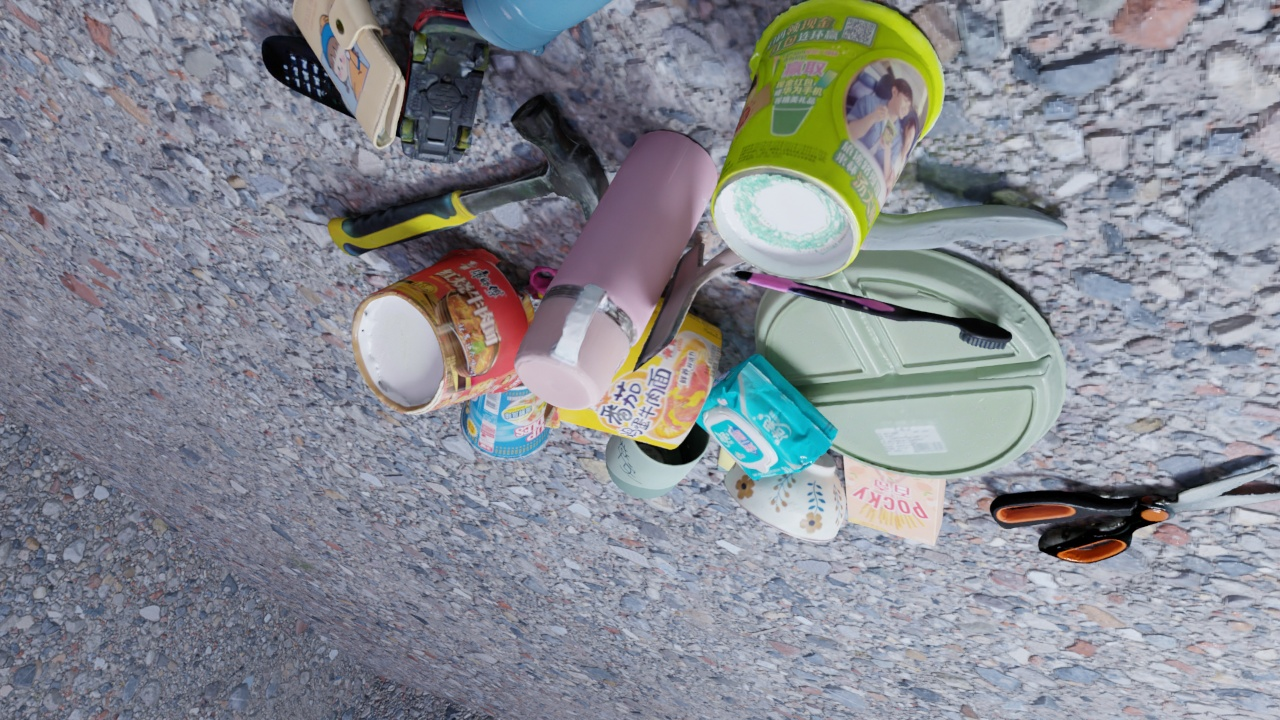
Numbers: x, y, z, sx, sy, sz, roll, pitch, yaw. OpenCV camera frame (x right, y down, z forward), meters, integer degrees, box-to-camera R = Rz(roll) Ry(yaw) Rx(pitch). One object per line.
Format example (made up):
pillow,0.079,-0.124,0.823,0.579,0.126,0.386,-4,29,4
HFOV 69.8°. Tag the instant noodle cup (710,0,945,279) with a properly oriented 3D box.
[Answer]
instant noodle cup,0.095,-0.113,0.499,0.112,0.123,0.112,19,149,12

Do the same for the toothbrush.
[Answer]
toothbrush,0.152,-0.036,0.621,0.189,0.014,0.018,16,150,22

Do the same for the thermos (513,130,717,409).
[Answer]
thermos,-0.012,-0.065,0.580,0.067,0.198,0.087,26,147,3

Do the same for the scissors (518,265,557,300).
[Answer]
scissors,-0.103,-0.060,0.833,0.134,0.017,0.056,-7,142,48

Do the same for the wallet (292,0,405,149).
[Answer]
wallet,-0.196,-0.214,0.620,0.115,0.024,0.087,58,150,7

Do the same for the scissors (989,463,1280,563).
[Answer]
scissors,0.400,0.123,0.734,0.230,0.021,0.190,-3,144,31

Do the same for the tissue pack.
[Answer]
tissue pack,0.092,0.050,0.743,0.093,0.050,0.134,45,163,-1

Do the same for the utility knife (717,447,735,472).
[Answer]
utility knife,0.091,0.079,0.893,0.031,0.018,0.167,24,148,12

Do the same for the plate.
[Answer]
plate,0.190,0.010,0.682,0.230,0.027,0.231,21,142,17

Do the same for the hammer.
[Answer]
hammer,-0.154,-0.123,0.759,0.324,0.031,0.126,-6,136,41

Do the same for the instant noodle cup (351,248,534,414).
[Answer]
instant noodle cup,-0.176,-0.019,0.801,0.138,0.108,0.138,12,113,29

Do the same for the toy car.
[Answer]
toy car,-0.136,-0.188,0.626,0.053,0.045,0.121,3,146,-22

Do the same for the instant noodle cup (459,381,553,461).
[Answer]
instant noodle cup,-0.132,0.031,0.921,0.099,0.099,0.110,23,142,6

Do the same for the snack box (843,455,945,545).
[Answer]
snack box,0.229,0.110,0.827,0.084,0.026,0.157,13,146,24

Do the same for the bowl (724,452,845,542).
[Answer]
bowl,0.140,0.108,0.838,0.113,0.113,0.062,24,107,4

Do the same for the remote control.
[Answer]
remote control,-0.217,-0.206,0.688,0.136,0.024,0.053,24,147,0

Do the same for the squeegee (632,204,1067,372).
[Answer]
squeegee,0.128,-0.071,0.561,0.250,0.247,0.040,-9,107,11

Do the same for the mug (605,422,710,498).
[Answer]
mug,0.005,0.072,0.897,0.111,0.082,0.107,54,153,13

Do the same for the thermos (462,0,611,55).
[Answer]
thermos,-0.014,-0.225,0.470,0.221,0.070,0.070,-12,132,46

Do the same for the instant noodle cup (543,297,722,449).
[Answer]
instant noodle cup,-0.004,0.004,0.750,0.110,0.137,0.138,22,150,-9
